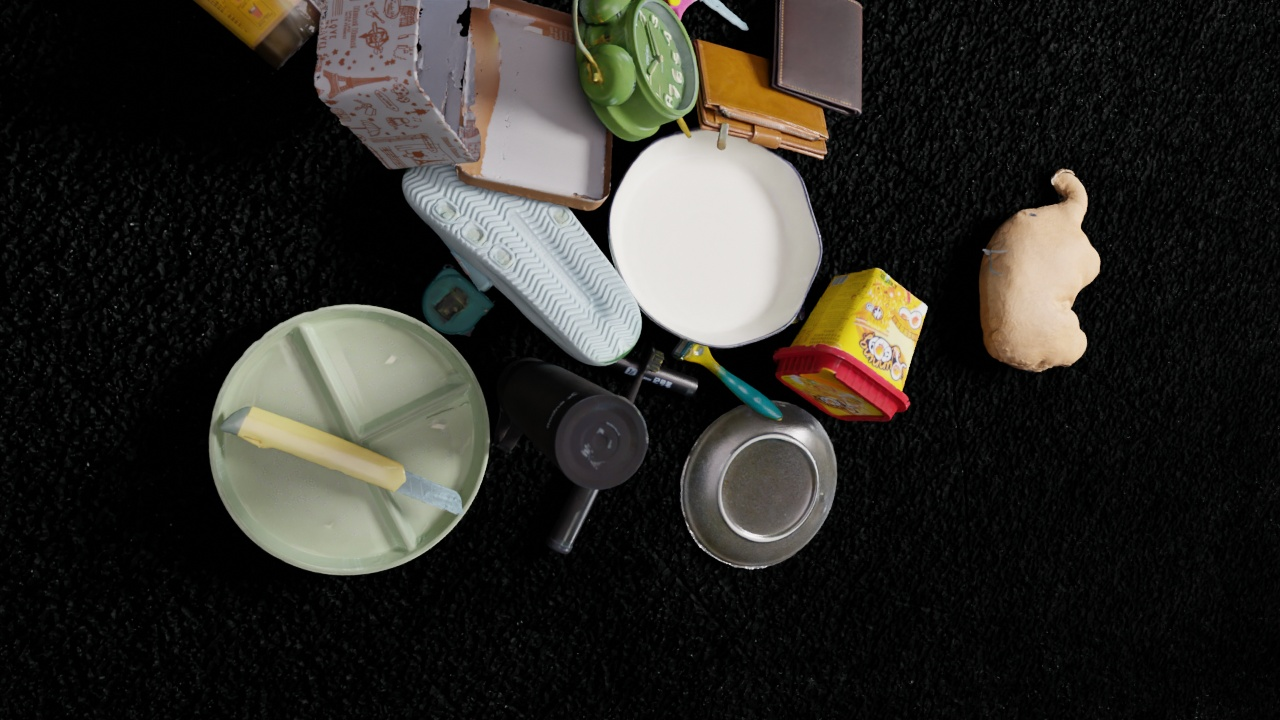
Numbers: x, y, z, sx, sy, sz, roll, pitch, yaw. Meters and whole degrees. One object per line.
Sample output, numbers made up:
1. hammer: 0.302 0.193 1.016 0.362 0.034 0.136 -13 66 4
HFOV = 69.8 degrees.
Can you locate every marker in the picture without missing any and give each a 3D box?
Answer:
1. marker: -0.005 0.005 0.879 0.132 0.020 0.022 20 61 -19

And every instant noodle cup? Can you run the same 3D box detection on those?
1. instant noodle cup: 0.214 -0.017 0.909 0.116 0.116 0.123 33 74 -20
2. instant noodle cup: -0.287 -0.295 0.692 0.118 0.118 0.114 -48 116 -8

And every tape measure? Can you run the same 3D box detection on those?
1. tape measure: -0.165 -0.050 0.812 0.058 0.025 0.054 42 82 -19

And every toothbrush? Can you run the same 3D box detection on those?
1. toothbrush: -0.032 0.084 0.868 0.027 0.026 0.212 26 93 -27

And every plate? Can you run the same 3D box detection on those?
1. plate: 0.127 0.129 0.939 0.179 0.024 0.179 -2 98 -19
2. plate: -0.244 0.067 0.787 0.230 0.027 0.230 0 90 -22
3. plate: 0.067 -0.112 0.854 0.204 0.046 0.204 2 83 -15

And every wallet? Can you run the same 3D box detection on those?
1. wallet: 0.111 -0.239 0.851 0.130 0.035 0.118 9 60 -21
2. wallet: 0.170 -0.299 0.874 0.096 0.020 0.122 11 71 -19

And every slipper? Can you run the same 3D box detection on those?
1. slipper: -0.099 -0.092 0.800 0.245 0.074 0.103 46 67 -2

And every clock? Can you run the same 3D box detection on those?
1. clock: -0.009 -0.256 0.775 0.161 0.056 0.116 15 70 -53

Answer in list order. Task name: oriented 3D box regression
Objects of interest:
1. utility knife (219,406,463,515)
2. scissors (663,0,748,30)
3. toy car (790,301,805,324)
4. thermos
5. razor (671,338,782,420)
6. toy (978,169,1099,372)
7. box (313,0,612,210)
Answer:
1. utility knife: -0.241 0.085 0.763 0.208 0.021 0.031 25 83 -14
2. scissors: 0.047 -0.351 0.851 0.133 0.017 0.131 -32 104 -17
3. toy car: 0.111 -0.054 0.903 0.106 0.031 0.049 -12 97 -18
4. thermos: -0.071 0.052 0.743 0.068 0.243 0.090 31 86 -20
5. razor: 0.090 0.018 0.907 0.132 0.028 0.043 38 77 -15
6. toy: 0.431 -0.101 0.988 0.143 0.082 0.226 8 92 -25
7. box: -0.134 -0.236 0.736 0.271 0.133 0.179 19 67 -47
